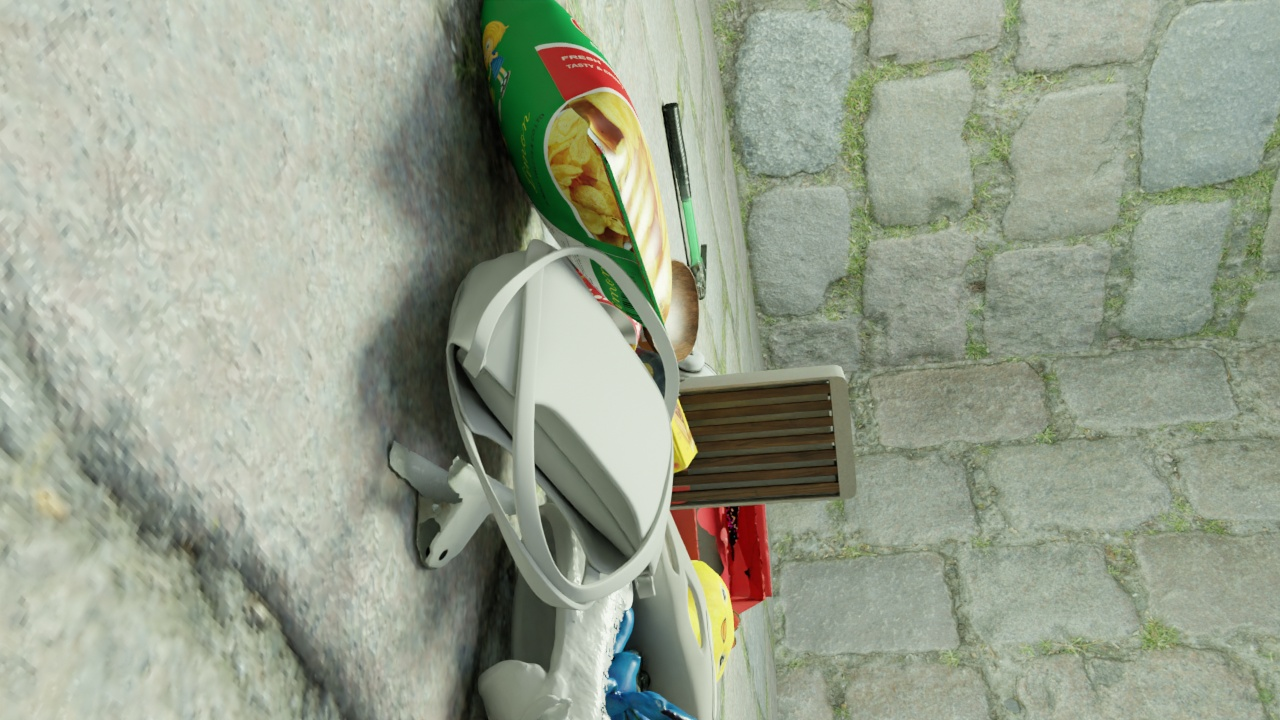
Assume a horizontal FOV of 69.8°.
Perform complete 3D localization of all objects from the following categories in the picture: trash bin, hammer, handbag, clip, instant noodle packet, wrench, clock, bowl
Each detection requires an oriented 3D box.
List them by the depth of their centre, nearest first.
[{"bbox_3d":[-0.096,0.075,0.475,0.052,0.058,0.102,63,3,24],"label":"clip"},{"bbox_3d":[-0.030,0.050,0.512,0.216,0.096,0.222,54,18,-29],"label":"handbag"},{"bbox_3d":[-0.043,-0.145,0.635,0.196,0.090,0.252,68,-4,-55],"label":"instant noodle packet"},{"bbox_3d":[-0.005,0.005,0.778,0.273,0.022,0.073,-143,-109,-79],"label":"wrench"},{"bbox_3d":[0.023,-0.049,0.905,0.114,0.026,0.102,-5,95,-62],"label":"bowl"},{"bbox_3d":[0.092,0.075,0.914,0.114,0.229,0.114,-25,109,-78],"label":"trash bin"},{"bbox_3d":[0.043,0.033,1.051,0.035,0.095,0.123,-72,149,-55],"label":"clock"},{"bbox_3d":[0.076,-0.269,1.530,0.130,0.032,0.319,-75,157,-58],"label":"hammer"}]

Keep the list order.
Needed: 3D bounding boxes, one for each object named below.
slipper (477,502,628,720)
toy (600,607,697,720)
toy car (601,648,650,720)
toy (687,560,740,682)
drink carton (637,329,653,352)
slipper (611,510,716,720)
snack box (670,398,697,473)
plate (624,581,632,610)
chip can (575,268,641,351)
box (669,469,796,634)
[{"bbox_3d":[-0.055,0.187,0.522,0.112,0.074,0.246,118,-14,-45],"label":"slipper"},{"bbox_3d":[-0.027,0.222,0.665,0.071,0.112,0.176,-60,-169,0],"label":"toy"},{"bbox_3d":[-0.016,0.296,0.744,0.056,0.044,0.120,27,60,-77],"label":"toy car"},{"bbox_3d":[0.037,0.271,0.935,0.207,0.092,0.133,30,57,-63],"label":"toy"},{"bbox_3d":[0.002,-0.046,0.983,0.124,0.048,0.076,-65,148,-69],"label":"drink carton"},{"bbox_3d":[0.028,0.239,0.804,0.080,0.113,0.265,-1,78,-41],"label":"slipper"},{"bbox_3d":[-0.003,0.070,0.778,0.105,0.084,0.061,-8,77,-81],"label":"snack box"},{"bbox_3d":[-0.037,0.135,0.730,0.134,0.011,0.134,-21,89,-83],"label":"plate"},{"bbox_3d":[-0.023,-0.079,0.819,0.220,0.069,0.069,-78,160,-56],"label":"chip can"},{"bbox_3d":[0.119,0.197,1.071,0.164,0.153,0.213,-7,93,-47],"label":"box"}]
